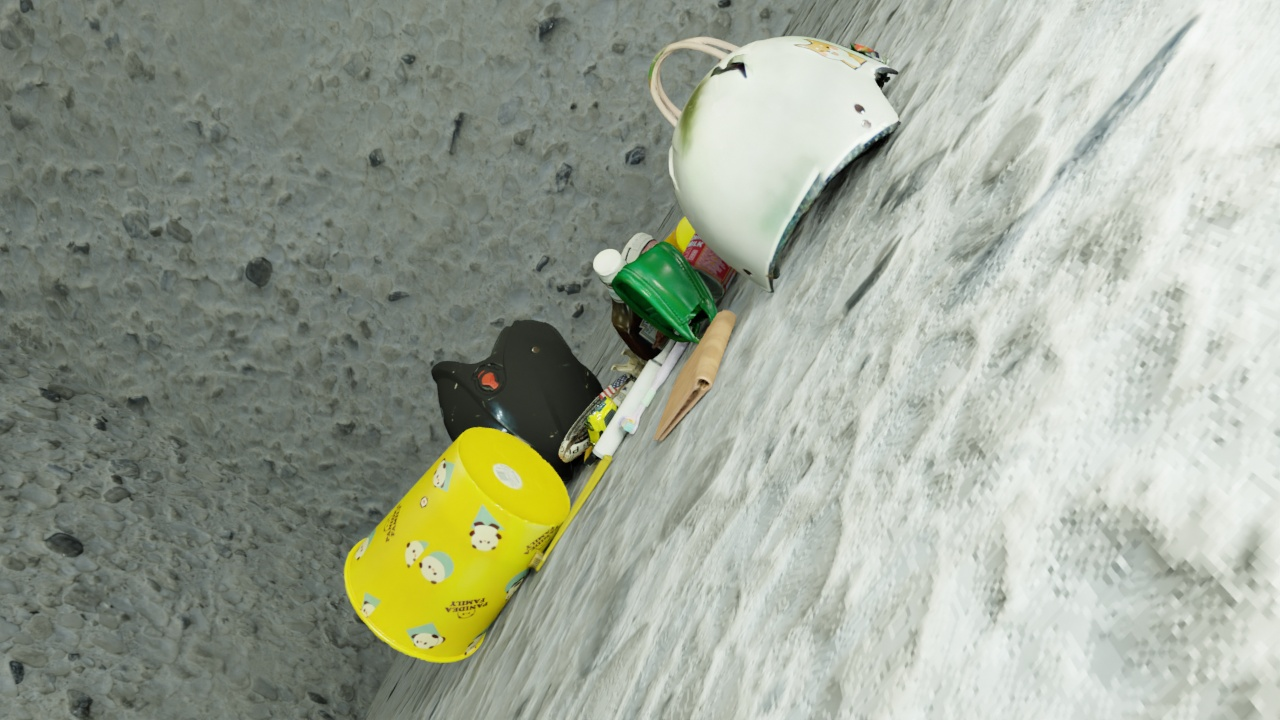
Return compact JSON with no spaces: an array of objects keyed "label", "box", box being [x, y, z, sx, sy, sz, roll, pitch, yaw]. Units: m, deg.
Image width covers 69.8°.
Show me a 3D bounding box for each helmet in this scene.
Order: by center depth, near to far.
[{"label":"helmet","box":[0.113,-0.203,0.848,0.231,0.157,0.273,-54,8,32]},{"label":"helmet","box":[-0.194,0.077,1.443,0.234,0.274,0.229,101,169,-67]}]

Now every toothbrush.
[{"label":"toothbrush","box":[0.032,0.005,1.118,0.189,0.029,0.021,-57,-31,2]},{"label":"toothbrush","box":[0.007,0.030,1.162,0.027,0.026,0.221,38,98,43]},{"label":"toothbrush","box":[-0.091,0.196,1.178,0.190,0.016,0.015,-57,8,16]}]

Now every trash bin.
[{"label":"trash bin","box":[-0.243,0.246,1.272,0.256,0.229,0.229,-50,9,19]}]

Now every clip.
[{"label":"clip","box":[-0.011,0.005,1.256,0.035,0.095,0.102,-58,17,10]}]

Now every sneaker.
[{"label":"sneaker","box":[0.018,-0.090,1.393,0.118,0.088,0.241,-48,-21,-28]}]

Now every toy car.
[{"label":"toy car","box":[-0.045,0.087,1.213,0.048,0.032,0.105,-50,-19,-21]}]

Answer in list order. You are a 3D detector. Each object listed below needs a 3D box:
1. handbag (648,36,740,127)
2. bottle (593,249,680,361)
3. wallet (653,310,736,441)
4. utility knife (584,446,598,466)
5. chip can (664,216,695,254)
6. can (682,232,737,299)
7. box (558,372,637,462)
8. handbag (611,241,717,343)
[{"label":"handbag","box":[0.122,-0.433,1.509,0.194,0.234,0.093,-52,7,45]},{"label":"bottle","box":[-0.006,-0.070,1.151,0.079,0.044,0.195,-56,-34,-14]},{"label":"wallet","box":[0.052,0.017,0.911,0.116,0.020,0.101,-56,7,47]},{"label":"utility knife","box":[-0.066,0.124,1.334,0.033,0.015,0.156,-50,6,7]},{"label":"chip can","box":[0.070,-0.174,1.441,0.072,0.072,0.213,-60,6,-9]},{"label":"can","box":[0.089,-0.129,1.087,0.093,0.066,0.067,-61,6,-17]},{"label":"box","box":[-0.055,0.082,1.285,0.163,0.052,0.069,-49,6,-29]},{"label":"handbag","box":[0.031,-0.069,1.034,0.068,0.120,0.131,-41,4,-8]}]
